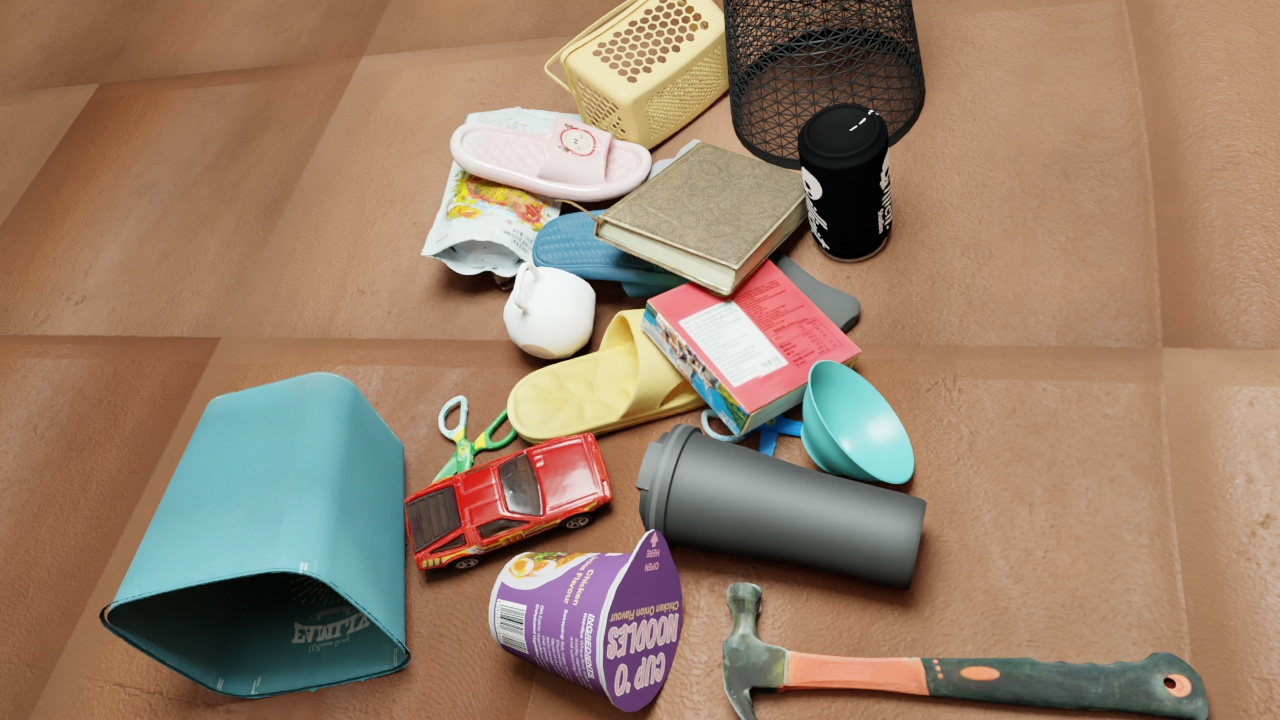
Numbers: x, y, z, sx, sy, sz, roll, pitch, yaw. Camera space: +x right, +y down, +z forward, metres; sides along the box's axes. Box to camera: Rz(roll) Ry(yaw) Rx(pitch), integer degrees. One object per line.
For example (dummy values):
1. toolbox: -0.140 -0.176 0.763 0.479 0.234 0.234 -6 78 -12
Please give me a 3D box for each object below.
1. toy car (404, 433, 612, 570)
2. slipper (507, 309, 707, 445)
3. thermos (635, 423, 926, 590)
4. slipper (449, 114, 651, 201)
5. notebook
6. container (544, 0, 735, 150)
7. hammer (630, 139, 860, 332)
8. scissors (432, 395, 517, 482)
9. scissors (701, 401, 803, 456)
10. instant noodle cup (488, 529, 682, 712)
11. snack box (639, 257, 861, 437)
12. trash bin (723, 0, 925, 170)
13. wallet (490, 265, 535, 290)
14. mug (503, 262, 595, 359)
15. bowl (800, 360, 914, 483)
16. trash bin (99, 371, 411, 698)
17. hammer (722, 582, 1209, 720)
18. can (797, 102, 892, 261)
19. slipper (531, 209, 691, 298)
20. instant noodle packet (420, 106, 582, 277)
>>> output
1. toy car: -0.121 0.127 0.835 0.189 0.056 0.081 -19 61 1
2. slipper: -0.005 0.005 0.869 0.263 0.078 0.099 -20 57 2
3. thermos: 0.112 0.123 0.742 0.219 0.106 0.105 11 61 18
4. slipper: -0.097 -0.225 1.005 0.221 0.056 0.106 7 47 -4
5. notebook: 0.052 -0.154 0.898 0.190 0.035 0.214 25 42 18
6. container: -0.001 -0.355 1.077 0.183 0.129 0.167 -40 62 -10
7. hammer: 0.103 -0.122 0.950 0.125 0.029 0.311 -38 55 -10
8. scissors: -0.180 0.087 0.908 0.117 0.012 0.129 36 75 30
9. scissors: 0.116 0.055 0.835 0.130 0.013 0.125 2 59 19
10. instant noodle cup: -0.048 0.196 0.735 0.122 0.121 0.136 3 85 30
11. snack box: 0.098 -0.020 0.828 0.142 0.040 0.145 -26 62 -29
12. trash bin: 0.181 -0.363 0.952 0.217 0.243 0.216 -8 55 12
13. wallet: -0.136 -0.142 1.041 0.098 0.027 0.121 -28 53 -6
14. mug: -0.096 -0.050 0.905 0.090 0.124 0.076 8 70 22
15. bowl: 0.171 0.062 0.775 0.046 0.121 0.121 -44 45 34
16. trash bin: -0.310 0.148 0.810 0.197 0.199 0.218 -13 48 9
17. hammer: 0.225 0.233 0.672 0.333 0.033 0.132 -3 55 15
18. can: 0.197 -0.167 0.875 0.080 0.146 0.080 -8 55 12
19. slipper: -0.005 -0.111 0.936 0.214 0.059 0.103 4 59 13
20. instant noodle packet: -0.152 -0.207 1.043 0.147 0.057 0.268 5 51 3
